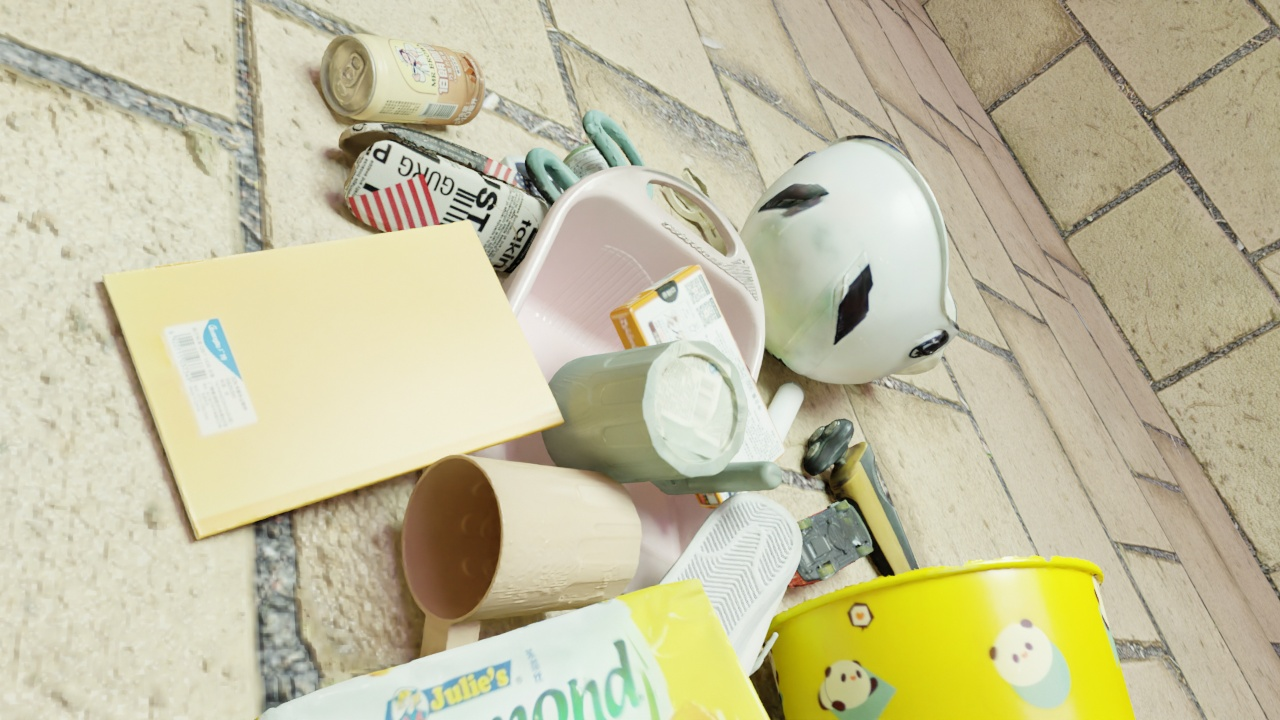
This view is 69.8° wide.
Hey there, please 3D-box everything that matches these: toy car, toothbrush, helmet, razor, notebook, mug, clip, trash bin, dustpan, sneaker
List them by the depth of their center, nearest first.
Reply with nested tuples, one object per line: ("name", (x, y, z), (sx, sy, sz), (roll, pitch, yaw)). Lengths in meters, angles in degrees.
("mug", (-0.064, 0.116, 0.494), (0.103, 0.084, 0.124), (12, 82, -47))
("notebook", (-0.155, -0.003, 0.496), (0.205, 0.010, 0.146), (-16, 72, -37))
("sneaker", (0.017, 0.188, 0.538), (0.089, 0.091, 0.241), (29, 51, 13))
("mug", (0.015, 0.044, 0.558), (0.124, 0.104, 0.083), (40, 62, -26))
("trash bin", (0.208, 0.278, 0.562), (0.229, 0.230, 0.254), (20, 50, -41))
("dustpan", (-0.004, 0.004, 0.620), (0.222, 0.139, 0.272), (31, 38, -31))
("toy car", (0.147, 0.152, 0.755), (0.120, 0.045, 0.053), (-7, 67, -48))
("toothbrush", (0.107, 0.077, 0.794), (0.220, 0.026, 0.027), (-49, 122, -57))
("razor", (0.206, 0.136, 0.848), (0.067, 0.062, 0.167), (-24, 83, -26))
("helmet", (0.170, -0.079, 0.864), (0.229, 0.145, 0.259), (62, -9, 14))
("clip", (0.064, -0.152, 0.956), (0.099, 0.034, 0.066), (51, 30, -20))

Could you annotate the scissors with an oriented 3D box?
("scissors", (-0.030, -0.132, 0.718), (0.181, 0.019, 0.170), (-3, 66, -54))

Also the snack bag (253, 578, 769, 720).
("snack bag", (-0.040, 0.200, 0.396), (0.246, 0.068, 0.158), (-9, 55, -30))

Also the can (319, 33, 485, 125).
("can", (-0.172, -0.206, 0.679), (0.116, 0.059, 0.058), (-17, 74, -56))

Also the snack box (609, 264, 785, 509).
("snack box", (0.042, 0.018, 0.630), (0.075, 0.026, 0.154), (-35, 105, -36))

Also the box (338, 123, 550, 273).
("box", (-0.137, -0.125, 0.655), (0.162, 0.076, 0.087), (15, 26, -41))

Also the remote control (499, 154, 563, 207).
("remote control", (-0.072, -0.102, 0.742), (0.058, 0.021, 0.150), (6, 56, -49))

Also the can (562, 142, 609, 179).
("can", (-0.020, -0.112, 0.783), (0.058, 0.058, 0.146), (4, 56, -50))

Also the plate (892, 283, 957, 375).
("plate", (0.251, -0.076, 0.991), (0.045, 0.205, 0.204), (-22, 75, -20))
